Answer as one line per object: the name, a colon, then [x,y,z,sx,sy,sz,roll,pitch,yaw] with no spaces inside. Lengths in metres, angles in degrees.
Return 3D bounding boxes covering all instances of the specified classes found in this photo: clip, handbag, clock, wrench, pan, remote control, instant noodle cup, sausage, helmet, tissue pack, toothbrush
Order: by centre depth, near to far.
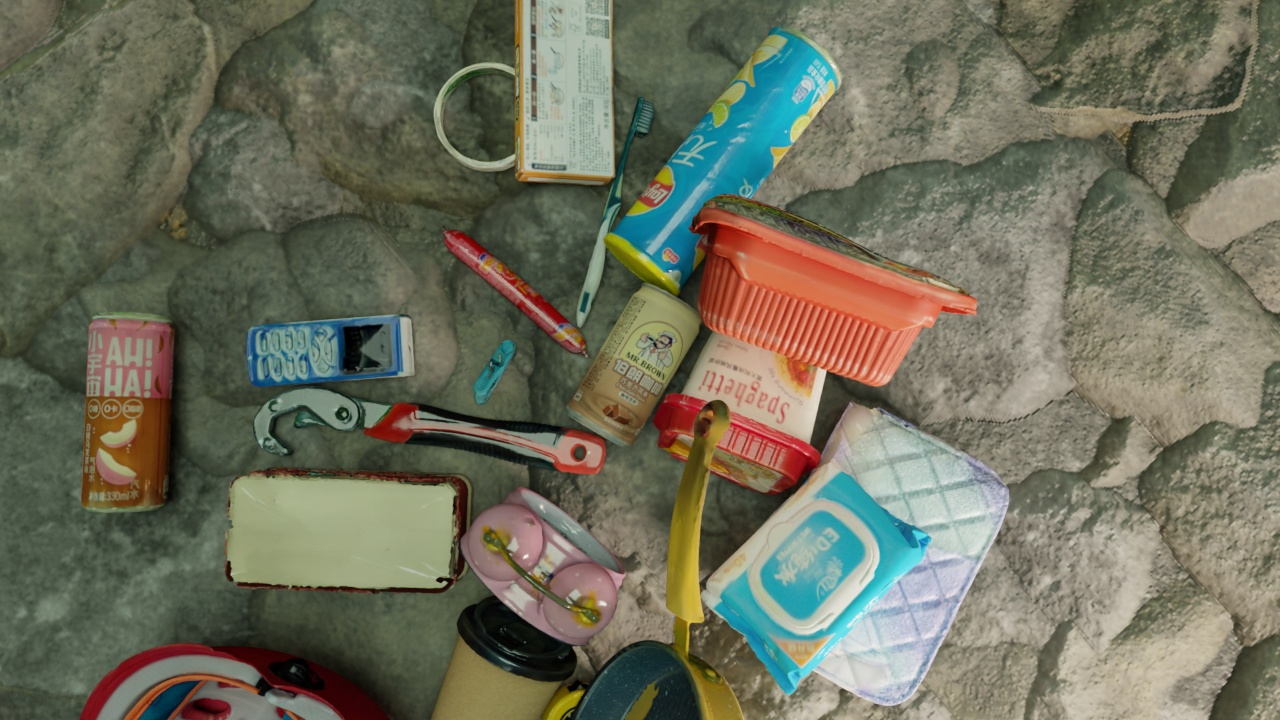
instant noodle cup: [0.103,-0.043,0.579,0.164,0.188,0.079,19,98,0]
pan: [0.013,0.203,0.587,0.078,0.198,0.357,24,85,-23]
tissue pack: [0.117,0.142,0.618,0.140,0.063,0.090,-46,67,3]
helmet: [-0.259,0.300,0.637,0.240,0.144,0.207,36,93,21]
clock: [-0.066,0.142,0.638,0.117,0.158,0.060,39,89,1]
instant noodle cup: [0.082,0.021,0.676,0.116,0.117,0.124,23,74,1]
handbag: [0.172,0.143,0.681,0.134,0.075,0.193,29,85,6]
wrench: [-0.163,0.057,0.713,0.273,0.016,0.056,5,86,0]
remote control: [-0.240,-0.007,0.713,0.125,0.024,0.049,-4,86,1]
clip: [-0.114,0.008,0.714,0.013,0.033,0.054,28,73,-1]
sausage: [-0.097,-0.054,0.720,0.156,0.020,0.020,40,87,2]
toothbrush: [-0.020,-0.117,0.726,0.018,0.016,0.191,16,86,-10]

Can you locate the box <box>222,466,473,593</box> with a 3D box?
box: [-0.215,0.123,0.679,0.168,0.076,0.091,2,87,-1]

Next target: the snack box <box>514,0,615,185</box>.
snack box: [-0.059,-0.216,0.717,0.075,0.026,0.153,0,87,-18]

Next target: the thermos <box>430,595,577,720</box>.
thermos: [-0.109,0.248,0.670,0.093,0.093,0.143,25,95,1]

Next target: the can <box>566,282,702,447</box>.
can: [-0.004,0.004,0.696,0.058,0.058,0.116,30,87,2]

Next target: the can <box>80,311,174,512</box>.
can: [-0.386,0.039,0.692,0.058,0.058,0.147,1,86,0]

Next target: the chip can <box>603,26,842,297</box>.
chip can: [0.063,-0.151,0.700,0.071,0.071,0.210,38,87,2]

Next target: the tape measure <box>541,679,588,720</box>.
tape measure: [-0.046,0.272,0.691,0.057,0.029,0.060,20,85,-16]

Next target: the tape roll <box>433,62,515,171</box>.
tape roll: [-0.120,-0.194,0.731,0.086,0.014,0.085,0,86,-1]
